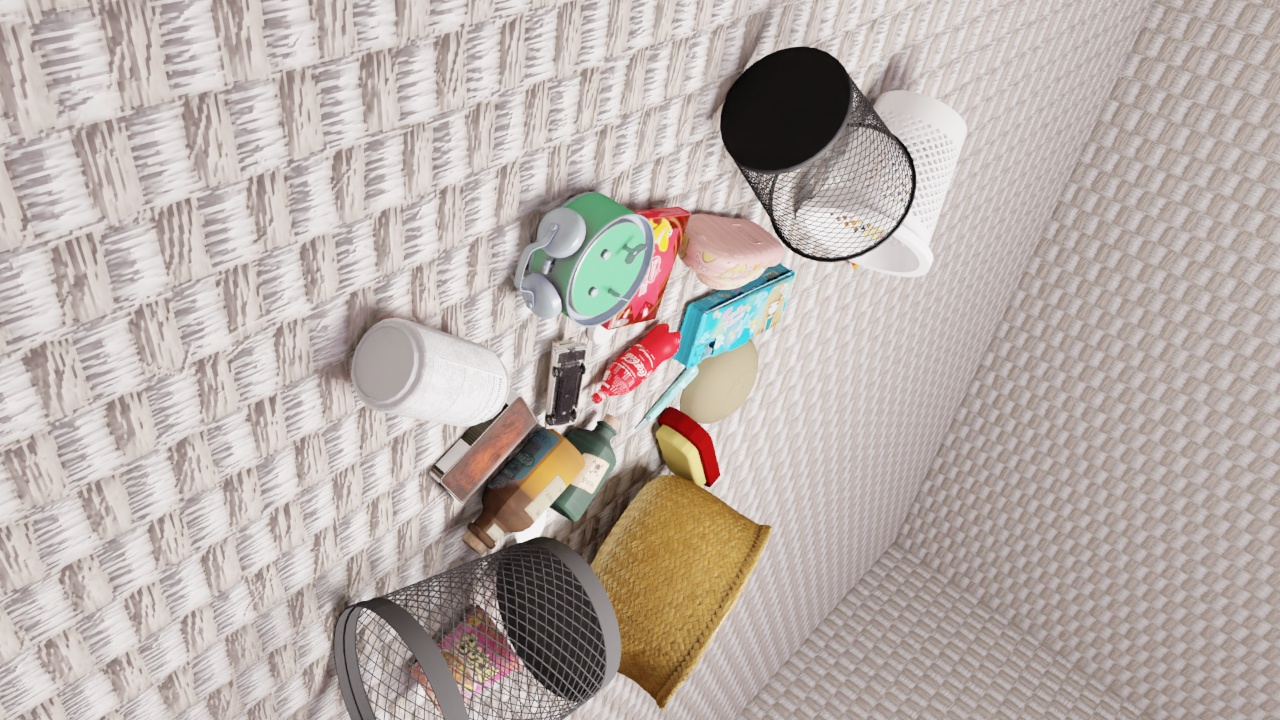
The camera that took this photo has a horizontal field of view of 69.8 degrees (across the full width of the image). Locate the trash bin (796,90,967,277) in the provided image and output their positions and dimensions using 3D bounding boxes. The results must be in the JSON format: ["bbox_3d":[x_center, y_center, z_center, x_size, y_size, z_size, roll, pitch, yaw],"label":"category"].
[{"bbox_3d":[0.348,-0.250,1.274,0.199,0.196,0.195,-64,154,-6],"label":"trash bin"}]

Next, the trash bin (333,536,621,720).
[{"bbox_3d":[-0.167,0.317,0.977,0.226,0.218,0.218,-18,136,-43],"label":"trash bin"}]

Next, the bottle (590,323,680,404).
[{"bbox_3d":[-0.007,0.007,1.112,0.141,0.042,0.042,-40,150,-28],"label":"bottle"}]

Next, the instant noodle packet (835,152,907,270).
[{"bbox_3d":[0.367,-0.246,1.455,0.160,0.032,0.220,-56,153,0],"label":"instant noodle packet"}]

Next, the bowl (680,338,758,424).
[{"bbox_3d":[0.127,0.034,1.354,0.152,0.050,0.153,-39,149,-30],"label":"bowl"}]

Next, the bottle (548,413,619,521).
[{"bbox_3d":[-0.069,0.123,1.113,0.131,0.061,0.061,-55,152,-17],"label":"bottle"}]

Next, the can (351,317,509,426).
[{"bbox_3d":[-0.178,0.014,0.796,0.078,0.078,0.136,-58,153,5],"label":"can"}]

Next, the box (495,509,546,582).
[{"bbox_3d":[-0.119,0.249,1.138,0.142,0.140,0.083,-56,172,36],"label":"box"}]

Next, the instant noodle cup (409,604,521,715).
[{"bbox_3d":[-0.219,0.374,1.130,0.108,0.098,0.098,-34,147,-23],"label":"instant noodle cup"}]

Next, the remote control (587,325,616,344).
[{"bbox_3d":[-0.023,-0.080,1.021,0.043,0.013,0.137,-4,124,-58],"label":"remote control"}]

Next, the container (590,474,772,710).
[{"bbox_3d":[0.033,0.312,1.296,0.306,0.196,0.307,-55,171,-14],"label":"container"}]

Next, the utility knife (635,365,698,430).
[{"bbox_3d":[0.037,0.053,1.270,0.126,0.015,0.022,-47,151,-13],"label":"utility knife"}]

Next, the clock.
[{"bbox_3d":[-0.056,-0.093,0.881,0.161,0.075,0.122,-16,133,-51],"label":"clock"}]

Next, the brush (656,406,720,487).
[{"bbox_3d":[0.066,0.134,1.331,0.041,0.082,0.173,-47,152,-17],"label":"brush"}]

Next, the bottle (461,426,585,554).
[{"bbox_3d":[-0.137,0.151,1.032,0.156,0.068,0.068,-47,152,-17],"label":"bottle"}]

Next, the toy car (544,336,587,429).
[{"bbox_3d":[-0.085,0.024,1.008,0.039,0.039,0.113,-10,134,-25],"label":"toy car"}]

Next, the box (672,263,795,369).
[{"bbox_3d":[0.134,-0.063,1.267,0.226,0.041,0.094,-26,141,-45],"label":"box"}]

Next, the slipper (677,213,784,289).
[{"bbox_3d":[0.104,-0.122,1.107,0.196,0.093,0.082,-13,142,-54],"label":"slipper"}]

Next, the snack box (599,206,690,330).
[{"bbox_3d":[0.003,-0.101,0.998,0.089,0.021,0.133,-18,133,-50],"label":"snack box"}]

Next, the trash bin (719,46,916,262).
[{"bbox_3d":[0.197,-0.235,1.040,0.184,0.184,0.210,-57,148,2],"label":"trash bin"}]

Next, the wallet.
[{"bbox_3d":[-0.164,0.092,0.974,0.123,0.019,0.072,-48,152,-15],"label":"wallet"}]
